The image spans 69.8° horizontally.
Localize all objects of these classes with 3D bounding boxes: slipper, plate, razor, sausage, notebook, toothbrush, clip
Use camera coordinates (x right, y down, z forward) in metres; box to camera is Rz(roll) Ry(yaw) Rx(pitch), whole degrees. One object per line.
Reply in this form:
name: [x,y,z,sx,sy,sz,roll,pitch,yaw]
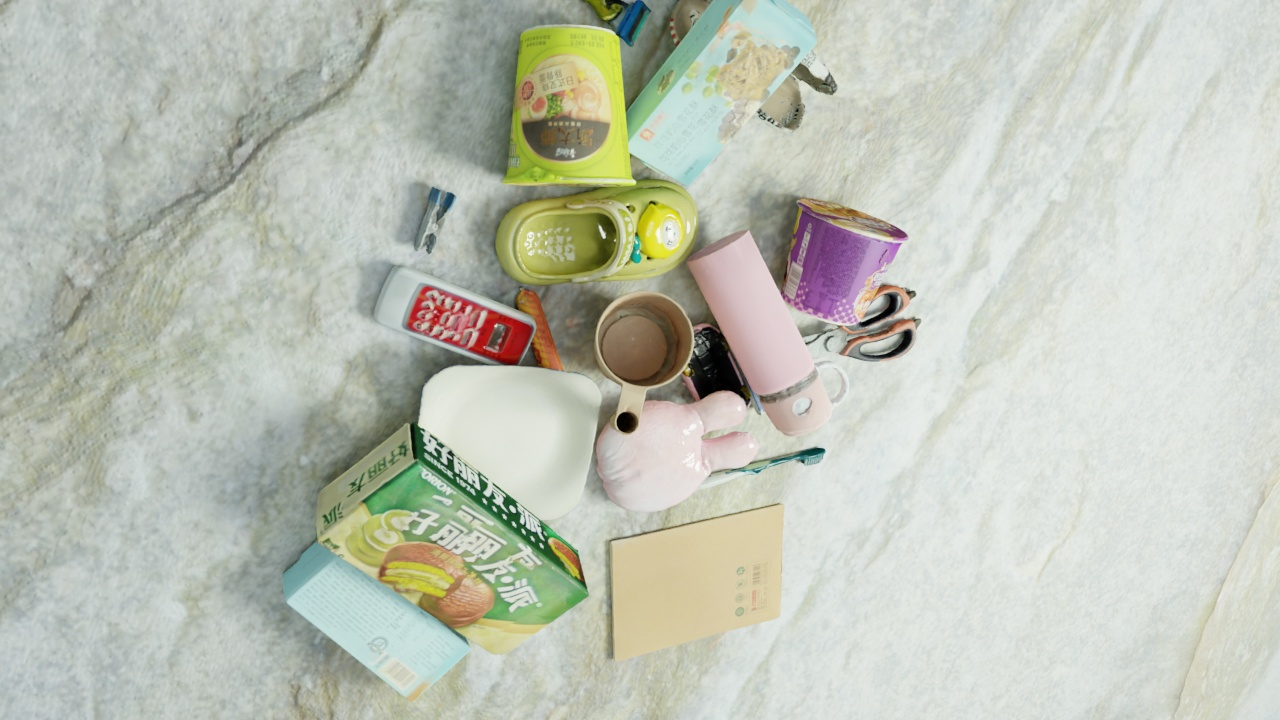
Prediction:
slipper: [-0.030,-0.104,0.810,0.190,0.081,0.092,-10,113,-17]
plate: [-0.124,0.073,0.842,0.163,0.034,0.164,4,115,-19]
razor: [-0.056,-0.317,0.760,0.142,0.022,0.042,33,66,-26]
sausage: [-0.084,0.005,0.855,0.021,0.021,0.165,-24,114,-15]
notebook: [0.065,0.242,1.006,0.207,0.008,0.148,-8,110,-21]
toothbrush: [0.116,0.120,0.984,0.191,0.016,0.018,-12,122,-20]
clip: [-0.176,-0.118,0.774,0.038,0.026,0.058,14,105,-34]

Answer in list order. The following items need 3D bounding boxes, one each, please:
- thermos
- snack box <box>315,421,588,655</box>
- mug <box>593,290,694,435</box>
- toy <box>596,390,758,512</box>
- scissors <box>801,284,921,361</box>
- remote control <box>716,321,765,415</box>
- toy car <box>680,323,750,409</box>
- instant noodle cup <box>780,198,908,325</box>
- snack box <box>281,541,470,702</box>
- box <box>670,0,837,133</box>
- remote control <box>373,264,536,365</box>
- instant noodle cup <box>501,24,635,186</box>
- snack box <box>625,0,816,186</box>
thermos: [0.125,-0.027,0.871,0.087,0.067,0.198,-30,101,1]
snack box: [-0.163,0.167,0.824,0.114,0.063,0.240,-36,125,9]
mug: [-0.005,0.005,0.823,0.084,0.103,0.124,12,86,-4]
toy: [0.035,0.089,0.905,0.159,0.054,0.121,-18,117,1]
scissors: [0.209,-0.036,0.957,0.208,0.015,0.185,30,88,-33]
remote control: [0.118,-0.005,0.937,0.049,0.024,0.125,-31,115,-11]
toy car: [0.070,0.014,0.917,0.056,0.037,0.122,-32,127,-6]
instant noodle cup: [0.192,-0.094,0.897,0.111,0.111,0.099,4,114,-25]
snack box: [-0.241,0.233,0.846,0.074,0.051,0.175,-42,119,-7]
box: [0.095,-0.267,0.819,0.163,0.076,0.087,28,108,-29]
remote control: [-0.160,-0.035,0.798,0.136,0.020,0.056,22,107,-21]
instant noodle cup: [-0.059,-0.207,0.754,0.111,0.112,0.123,-4,100,-22]
snack box: [0.061,-0.234,0.776,0.074,0.051,0.175,24,128,-28]
